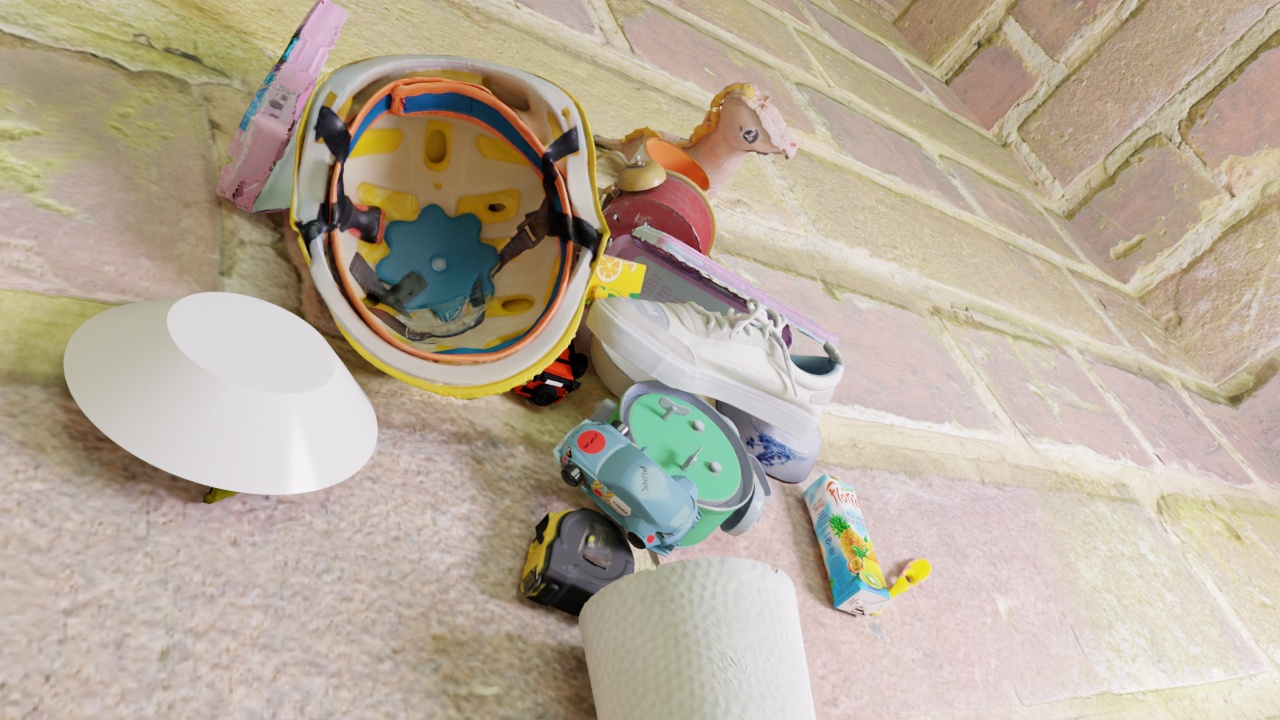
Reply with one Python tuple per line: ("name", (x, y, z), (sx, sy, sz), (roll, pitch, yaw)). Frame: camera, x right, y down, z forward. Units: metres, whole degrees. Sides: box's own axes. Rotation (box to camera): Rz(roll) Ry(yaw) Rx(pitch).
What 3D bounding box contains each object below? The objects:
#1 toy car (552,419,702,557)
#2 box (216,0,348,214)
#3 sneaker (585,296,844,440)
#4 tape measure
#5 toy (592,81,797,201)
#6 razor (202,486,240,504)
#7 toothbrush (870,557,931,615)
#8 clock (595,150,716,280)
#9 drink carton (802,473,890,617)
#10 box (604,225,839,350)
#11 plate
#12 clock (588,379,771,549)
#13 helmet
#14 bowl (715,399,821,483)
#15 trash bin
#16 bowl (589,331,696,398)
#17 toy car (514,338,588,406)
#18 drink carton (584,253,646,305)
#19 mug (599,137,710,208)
("toy car", (-0.007, 0.078, 0.615), (0.108, 0.028, 0.060), (40, 59, 11))
("box", (-0.254, -0.197, 0.734), (0.090, 0.085, 0.230), (24, 35, -22))
("sneaker", (0.069, -0.016, 0.747), (0.242, 0.091, 0.089), (23, 15, -30))
("tape measure", (-0.039, 0.132, 0.601), (0.071, 0.042, 0.072), (24, 33, -19))
("toy", (0.049, -0.235, 0.985), (0.196, 0.265, 0.065), (32, 73, -4))
("razor", (-0.252, 0.033, 0.520), (0.106, 0.026, 0.042), (45, 34, 15))
("toothbrush", (0.239, 0.201, 0.829), (0.021, 0.016, 0.135), (48, 33, 20))
("clock", (-0.001, -0.126, 0.875), (0.159, 0.117, 0.081), (52, 32, -20))
("drink carton", (0.176, 0.157, 0.796), (0.044, 0.039, 0.128), (23, 36, -25))
("box", (0.068, -0.053, 0.842), (0.214, 0.140, 0.062), (27, 62, -27))
("plate", (-0.229, 0.003, 0.531), (0.174, 0.036, 0.173), (27, 23, -13))
("clock", (0.040, 0.080, 0.712), (0.161, 0.076, 0.121), (14, 40, -35))
("helmet", (-0.139, -0.087, 0.662), (0.209, 0.140, 0.240), (-1, 85, -18))
("bowl", (0.131, 0.056, 0.866), (0.114, 0.045, 0.114), (27, 35, -21))
("trash bin", (0.039, 0.213, 0.511), (0.133, 0.134, 0.161), (19, 43, -31))
("bowl", (-0.004, 0.005, 0.791), (0.110, 0.041, 0.109), (28, 33, -20))
("toy car", (-0.078, -0.011, 0.725), (0.051, 0.049, 0.100), (18, 38, -31))
("drink carton", (-0.055, -0.075, 0.777), (0.058, 0.041, 0.123), (6, 11, -42))
("mug", (0.009, -0.164, 0.951), (0.082, 0.106, 0.082), (27, 34, -21))
